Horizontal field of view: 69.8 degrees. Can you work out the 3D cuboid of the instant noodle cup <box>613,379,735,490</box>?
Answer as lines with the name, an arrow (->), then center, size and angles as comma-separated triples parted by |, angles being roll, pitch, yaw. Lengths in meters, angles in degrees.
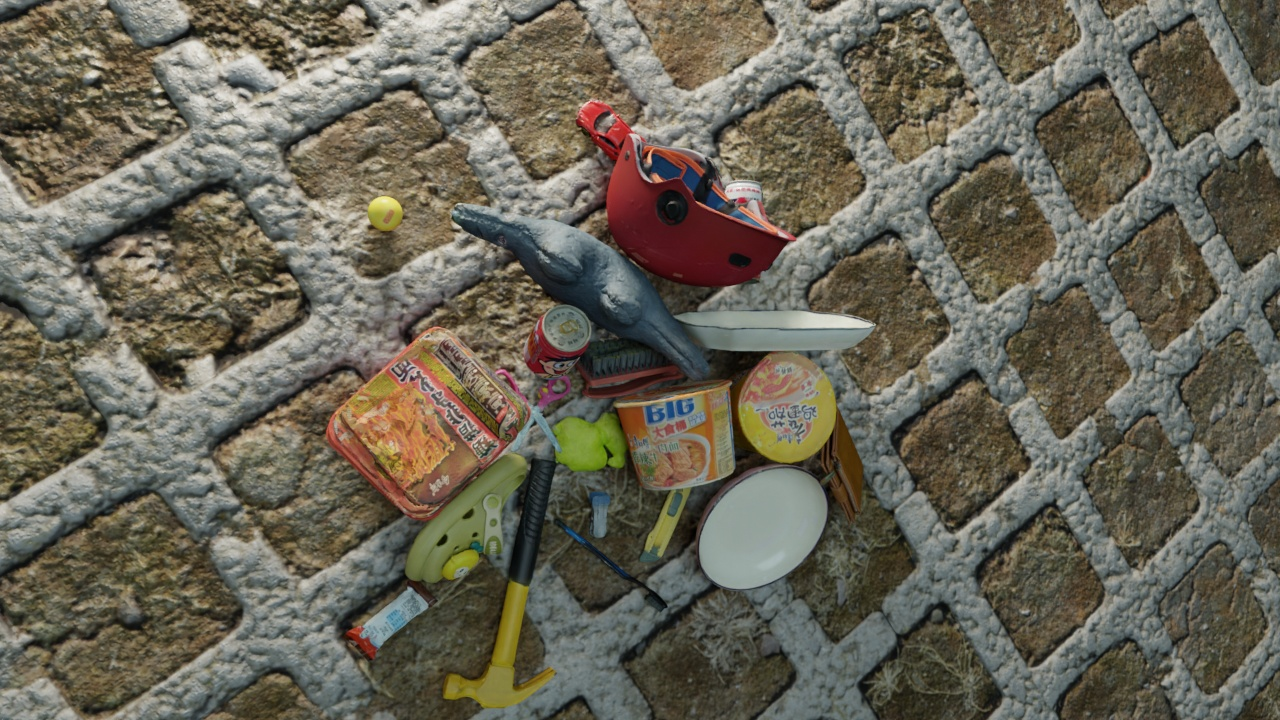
instant noodle cup -> 0.049, 0.092, 1.136 | 0.151, 0.151, 0.111 | -11, 94, -20

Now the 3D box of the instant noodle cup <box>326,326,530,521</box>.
instant noodle cup -> -0.242, 0.076, 1.057 | 0.164, 0.079, 0.188 | 44, 72, 4

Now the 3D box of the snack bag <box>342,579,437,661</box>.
snack bag -> -0.289, 0.300, 1.065 | 0.104, 0.026, 0.048 | -43, 106, -18

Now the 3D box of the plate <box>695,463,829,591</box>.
plate -> 0.152, 0.211, 1.189 | 0.192, 0.039, 0.193 | -10, 119, -19

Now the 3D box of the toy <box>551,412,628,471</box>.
toy -> -0.061, 0.105, 1.156 | 0.100, 0.031, 0.096 | -38, 97, -21

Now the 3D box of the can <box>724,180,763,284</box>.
can -> 0.137, -0.171, 1.232 | 0.053, 0.053, 0.132 | 4, 85, -19

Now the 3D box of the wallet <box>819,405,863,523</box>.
wallet -> 0.268, 0.141, 1.214 | 0.131, 0.035, 0.118 | 60, 34, -36

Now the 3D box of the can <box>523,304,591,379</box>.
can -> -0.100, -0.022, 1.111 | 0.066, 0.094, 0.066 | 7, 67, -17

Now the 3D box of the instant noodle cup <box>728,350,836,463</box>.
instant noodle cup -> 0.168, 0.063, 1.197 | 0.138, 0.110, 0.138 | 1, 86, -19

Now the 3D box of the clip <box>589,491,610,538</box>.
clip -> -0.053, 0.196, 1.159 | 0.026, 0.043, 0.058 | 5, 92, -22

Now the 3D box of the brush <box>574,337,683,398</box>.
brush -> -0.007, 0.007, 1.171 | 0.145, 0.063, 0.069 | -10, 120, -21

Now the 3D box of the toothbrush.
toothbrush -> -0.038, 0.260, 1.163 | 0.189, 0.014, 0.016 | 40, 98, -12

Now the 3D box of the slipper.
slipper -> -0.189, 0.191, 1.068 | 0.081, 0.092, 0.190 | 39, 68, 13

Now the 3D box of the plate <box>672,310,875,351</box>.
plate -> 0.171, -0.038, 1.184 | 0.265, 0.162, 0.034 | -1, 101, -21

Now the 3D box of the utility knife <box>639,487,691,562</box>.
utility knife -> 0.046, 0.177, 1.201 | 0.031, 0.020, 0.190 | 28, 73, -20

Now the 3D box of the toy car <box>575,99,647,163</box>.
toy car -> -0.036, -0.294, 1.194 | 0.106, 0.031, 0.049 | 42, 73, -10

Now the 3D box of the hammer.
hammer -> -0.146, 0.269, 1.114 | 0.128, 0.033, 0.300 | 13, 82, -18

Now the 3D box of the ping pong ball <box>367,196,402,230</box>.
ping pong ball -> -0.302, -0.174, 1.086 | 0.040, 0.040, 0.040 | 1, 86, -19

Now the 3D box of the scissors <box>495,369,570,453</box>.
scissors -> -0.136, 0.056, 1.121 | 0.130, 0.017, 0.133 | 29, 53, -5

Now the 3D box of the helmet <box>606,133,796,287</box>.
helmet -> 0.060, -0.162, 1.131 | 0.240, 0.206, 0.144 | 42, 114, 24

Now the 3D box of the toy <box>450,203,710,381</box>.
toy -> -0.064, -0.096, 1.114 | 0.356, 0.137, 0.091 | 33, 110, -8
